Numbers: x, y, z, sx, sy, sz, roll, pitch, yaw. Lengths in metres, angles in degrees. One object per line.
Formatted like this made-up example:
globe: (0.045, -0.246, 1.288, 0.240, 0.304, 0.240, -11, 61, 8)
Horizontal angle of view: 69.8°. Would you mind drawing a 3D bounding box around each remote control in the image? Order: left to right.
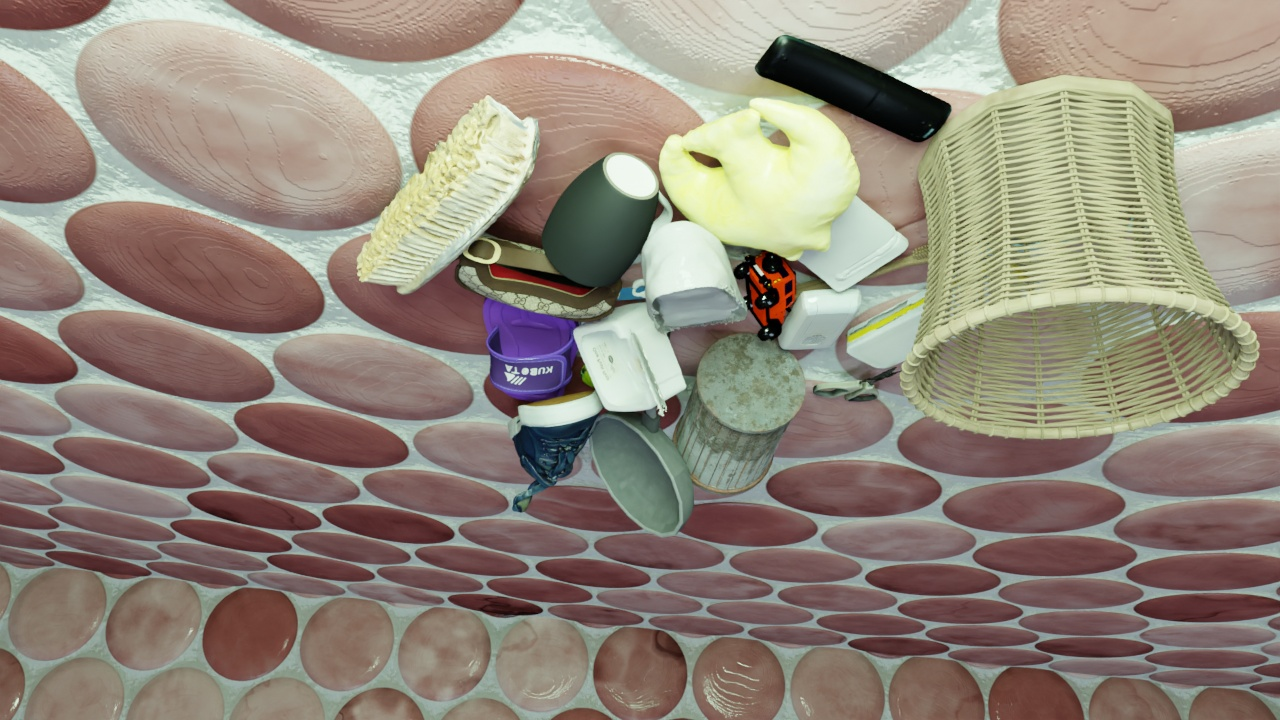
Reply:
remote control: (0.183, -0.041, 0.948, 0.060, 0.025, 0.139, -3, 163, -3)
remote control: (0.157, -0.197, 0.673, 0.151, 0.020, 0.041, 17, 151, -18)

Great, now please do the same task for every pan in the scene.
pan: (0.013, 0.076, 1.098, 0.178, 0.041, 0.358, 41, 145, 29)

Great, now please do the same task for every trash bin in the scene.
trash bin: (0.113, 0.071, 1.100, 0.131, 0.130, 0.211, 7, 152, -2)

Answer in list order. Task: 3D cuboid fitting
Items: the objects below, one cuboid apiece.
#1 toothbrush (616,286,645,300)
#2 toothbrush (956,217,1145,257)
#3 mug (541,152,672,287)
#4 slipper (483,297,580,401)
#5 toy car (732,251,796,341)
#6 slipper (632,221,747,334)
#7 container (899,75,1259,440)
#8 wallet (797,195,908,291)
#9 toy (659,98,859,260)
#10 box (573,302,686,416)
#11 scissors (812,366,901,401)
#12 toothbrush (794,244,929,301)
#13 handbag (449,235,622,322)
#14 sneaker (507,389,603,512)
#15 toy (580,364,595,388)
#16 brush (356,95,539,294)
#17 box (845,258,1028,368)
toothbrush: (-0.035, -0.066, 0.958, 0.166, 0.014, 0.016, -3, 137, 1)
toothbrush: (0.361, -0.108, 0.814, 0.155, 0.016, 0.022, -8, 160, 27)
mug: (-0.016, -0.128, 0.798, 0.118, 0.085, 0.100, -12, 155, -36)
slipper: (-0.130, 0.008, 1.073, 0.107, 0.083, 0.267, 7, 154, -3)
toy car: (0.126, -0.065, 0.903, 0.048, 0.051, 0.100, -27, 150, -6)
slipper: (0.043, -0.068, 0.852, 0.112, 0.074, 0.247, 5, 172, 9)
container: (0.312, -0.073, 0.690, 0.227, 0.195, 0.227, 5, 154, 2)
wallet: (0.178, -0.115, 0.827, 0.086, 0.032, 0.116, -27, 137, 32)
toy: (0.099, -0.141, 0.749, 0.171, 0.064, 0.155, -13, 133, 43)
box: (0.002, 0.000, 0.949, 0.083, 0.110, 0.191, -28, -168, -17)
scissors: (0.254, 0.027, 1.076, 0.132, 0.012, 0.169, 1, 166, 18)
toothbrush: (0.216, -0.085, 0.890, 0.167, 0.016, 0.016, -16, 147, 36)
handbag: (-0.099, -0.084, 0.872, 0.166, 0.063, 0.138, 16, 169, -19)
sneaker: (-0.110, 0.114, 1.164, 0.120, 0.127, 0.295, -13, 171, -18)
toy: (-0.032, 0.019, 1.131, 0.093, 0.036, 0.094, 8, 158, -19)
brush: (-0.173, -0.134, 0.799, 0.056, 0.083, 0.272, 21, 150, -30)
box: (0.299, -0.045, 0.938, 0.064, 0.033, 0.210, 21, 149, -24)
